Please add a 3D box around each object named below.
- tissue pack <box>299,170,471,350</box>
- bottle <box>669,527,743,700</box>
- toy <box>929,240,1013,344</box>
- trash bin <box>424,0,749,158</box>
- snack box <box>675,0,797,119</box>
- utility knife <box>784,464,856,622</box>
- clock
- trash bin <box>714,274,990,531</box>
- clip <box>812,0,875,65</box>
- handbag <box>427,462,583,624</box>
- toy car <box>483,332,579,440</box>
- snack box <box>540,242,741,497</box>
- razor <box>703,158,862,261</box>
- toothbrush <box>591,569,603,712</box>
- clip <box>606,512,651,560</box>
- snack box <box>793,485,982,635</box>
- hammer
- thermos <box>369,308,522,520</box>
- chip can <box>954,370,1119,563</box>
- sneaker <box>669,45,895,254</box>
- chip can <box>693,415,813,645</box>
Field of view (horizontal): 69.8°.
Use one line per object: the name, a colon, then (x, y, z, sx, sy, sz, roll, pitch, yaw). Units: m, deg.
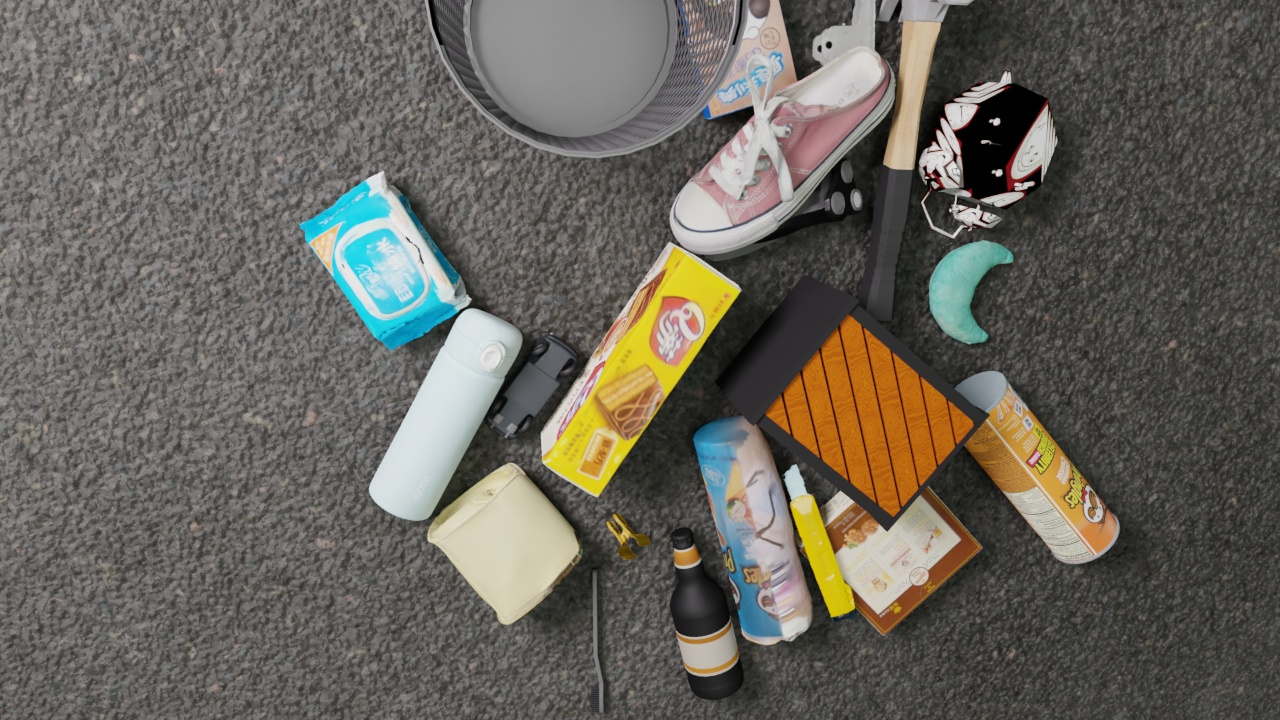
tissue pack: (-0.226, -0.087, 0.827, 0.093, 0.061, 0.144, -33, 106, 0)
bottle: (0.061, 0.258, 0.951, 0.059, 0.059, 0.182, -15, 105, -4)
toy: (0.327, -0.071, 0.923, 0.085, 0.033, 0.105, 10, 101, -21)
trash bin: (-0.048, -0.272, 0.720, 0.217, 0.227, 0.218, -2, 104, -7)
snack box: (0.082, -0.305, 0.830, 0.087, 0.034, 0.151, -18, 106, -4)
utility knife: (0.181, 0.187, 0.929, 0.030, 0.017, 0.179, -22, 105, -4)
clock: (0.324, -0.184, 0.859, 0.114, 0.065, 0.154, 37, 90, -30)
trash bin: (0.193, 0.035, 0.872, 0.172, 0.139, 0.140, 38, 96, -14)
clip: (0.192, -0.291, 0.846, 0.058, 0.050, 0.102, -8, 104, -19)
handbag: (-0.129, 0.177, 0.899, 0.111, 0.081, 0.119, -39, 104, -5)
toy car: (-0.105, 0.026, 0.885, 0.046, 0.034, 0.112, 36, 97, -14)
snack box: (-0.005, 0.005, 0.854, 0.061, 0.110, 0.230, 33, 97, -13)
razor: (0.130, -0.137, 0.870, 0.156, 0.060, 0.057, -18, 118, 17)
toothbrush: (-0.046, 0.298, 0.970, 0.013, 0.012, 0.167, 0, 104, 0)
clip: (-0.011, 0.177, 0.932, 0.045, 0.054, 0.049, -8, 80, 14)
snack box: (0.260, 0.192, 0.970, 0.143, 0.041, 0.147, -43, 105, 4)
hammer: (0.241, -0.195, 0.847, 0.039, 0.131, 0.329, 0, 113, -8)
thermos: (-0.181, 0.049, 0.860, 0.065, 0.078, 0.207, 25, 102, -25)
chip can: (0.405, 0.113, 0.953, 0.075, 0.075, 0.215, -42, 105, 3)
sneaker: (0.117, -0.190, 0.810, 0.241, 0.087, 0.118, -41, 64, 12)
chip can: (0.116, 0.172, 0.929, 0.080, 0.080, 0.229, -16, 106, -4)
